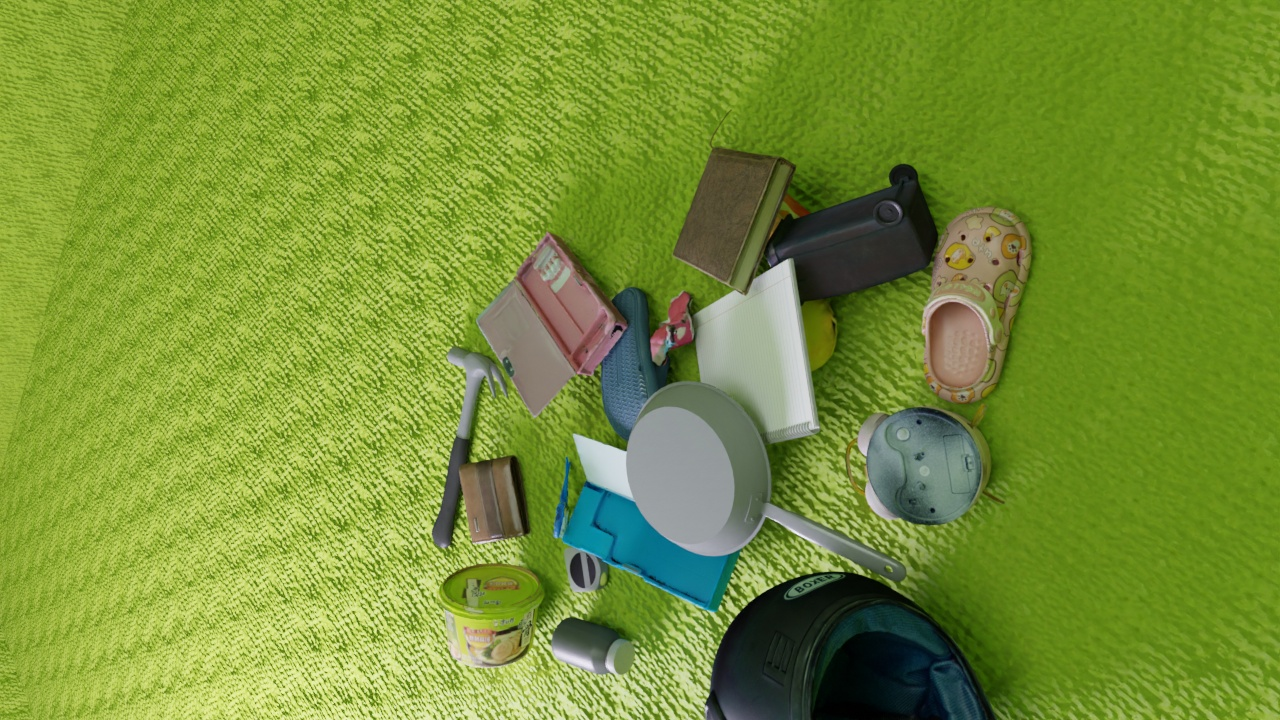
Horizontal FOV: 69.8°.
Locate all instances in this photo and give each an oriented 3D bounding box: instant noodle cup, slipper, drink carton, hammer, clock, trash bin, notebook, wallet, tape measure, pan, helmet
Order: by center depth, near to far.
[{"bbox_3d":[0.197,0.365,0.883,0.316,0.248,0.236,68,155,12],"label":"helmet"},{"bbox_3d":[0.316,-0.055,0.900,0.093,0.081,0.197,15,100,40],"label":"slipper"},{"bbox_3d":[0.279,0.106,0.933,0.158,0.058,0.116,-12,85,39],"label":"clock"},{"bbox_3d":[0.217,-0.126,0.962,0.161,0.093,0.092,-15,115,34],"label":"trash bin"},{"bbox_3d":[0.114,0.151,0.984,0.357,0.050,0.201,26,114,36],"label":"pan"},{"bbox_3d":[0.121,0.007,1.026,0.246,0.013,0.178,151,113,-67],"label":"notebook"},{"bbox_3d":[0.106,-0.185,1.037,0.215,0.034,0.190,-132,60,-69],"label":"notebook"},{"bbox_3d":[0.144,-0.179,1.079,0.069,0.038,0.122,-56,51,24],"label":"drink carton"},{"bbox_3d":[-0.007,0.007,1.177,0.104,0.059,0.213,-33,54,42],"label":"slipper"},{"bbox_3d":[-0.073,0.280,1.244,0.064,0.016,0.065,-18,77,38],"label":"tape measure"},{"bbox_3d":[-0.209,0.356,1.278,0.146,0.145,0.098,14,108,39],"label":"instant noodle cup"},{"bbox_3d":[-0.215,0.205,1.347,0.099,0.026,0.121,-14,85,26],"label":"wallet"},{"bbox_3d":[-0.275,0.140,1.409,0.125,0.029,0.311,20,101,39],"label":"hammer"}]

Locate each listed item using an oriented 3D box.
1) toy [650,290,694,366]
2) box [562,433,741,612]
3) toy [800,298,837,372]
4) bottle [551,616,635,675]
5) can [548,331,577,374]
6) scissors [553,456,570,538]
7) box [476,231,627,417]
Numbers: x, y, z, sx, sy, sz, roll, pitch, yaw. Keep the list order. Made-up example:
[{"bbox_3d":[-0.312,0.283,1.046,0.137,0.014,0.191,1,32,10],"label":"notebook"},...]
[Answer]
[{"bbox_3d":[0.048,-0.042,1.134,0.066,0.050,0.102,-54,13,42],"label":"toy"},{"bbox_3d":[0.014,0.192,1.147,0.244,0.071,0.170,16,107,38],"label":"box"},{"bbox_3d":[0.180,-0.032,1.035,0.094,0.041,0.095,-15,79,43],"label":"toy"},{"bbox_3d":[-0.062,0.377,1.204,0.109,0.060,0.060,4,91,39],"label":"bottle"},{"bbox_3d":[-0.128,-0.012,1.278,0.101,0.053,0.053,20,101,38],"label":"can"},{"bbox_3d":[-0.103,0.192,1.244,0.127,0.015,0.125,98,180,-49],"label":"scissors"},{"bbox_3d":[-0.124,-0.051,1.243,0.179,0.039,0.232,-48,47,14],"label":"box"}]
